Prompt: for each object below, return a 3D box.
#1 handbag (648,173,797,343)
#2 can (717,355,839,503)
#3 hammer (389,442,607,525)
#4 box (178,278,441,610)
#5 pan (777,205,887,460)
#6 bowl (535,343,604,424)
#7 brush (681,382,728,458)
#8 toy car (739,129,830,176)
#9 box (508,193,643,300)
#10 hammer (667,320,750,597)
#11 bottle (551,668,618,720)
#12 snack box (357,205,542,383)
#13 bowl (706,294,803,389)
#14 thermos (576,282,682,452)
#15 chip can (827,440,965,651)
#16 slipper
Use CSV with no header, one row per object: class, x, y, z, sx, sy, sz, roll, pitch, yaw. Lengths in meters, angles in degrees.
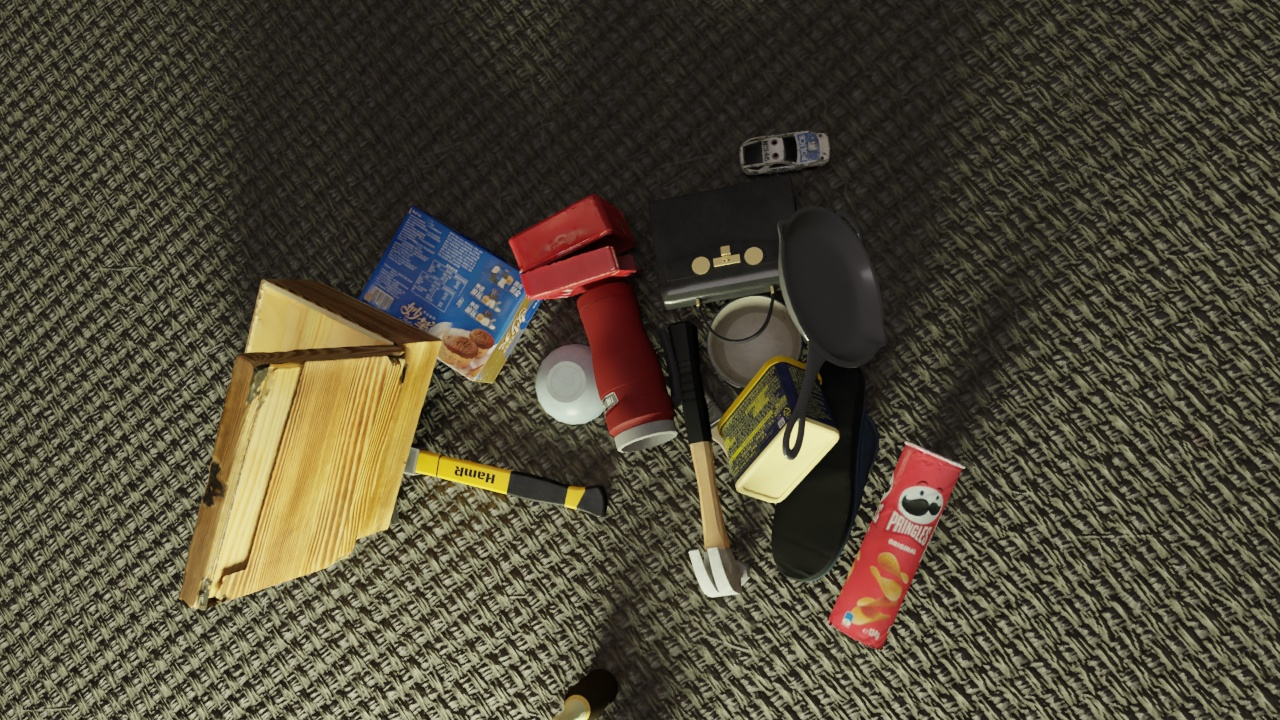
handbag,0.108,-0.107,1.101,0.176,0.072,0.195,-9,63,12
can,0.157,0.081,1.056,0.075,0.104,0.135,20,124,-23
hammer,-0.199,0.158,1.205,0.325,0.034,0.170,11,89,13
box,-0.426,0.079,1.071,0.286,0.335,0.279,23,102,20
pan,0.198,-0.035,1.028,0.024,0.216,0.353,-19,38,44
bowl,-0.090,0.029,1.184,0.106,0.039,0.106,-1,84,13
brush,0.093,0.082,1.149,0.039,0.012,0.151,-36,79,9
toy car,0.180,-0.261,1.146,0.113,0.040,0.048,-6,84,12
box,-0.076,-0.133,1.127,0.130,0.157,0.097,-21,91,10
hammer,0.075,0.115,1.098,0.039,0.131,0.328,-12,78,17
bottle,-0.071,0.403,1.069,0.045,0.184,0.045,-1,84,13
snack box,-0.249,-0.086,1.217,0.203,0.069,0.155,31,92,15
bowl,0.142,-0.019,1.122,0.116,0.059,0.115,-1,84,13
thermos,-0.007,0.007,1.143,0.108,0.084,0.198,-10,73,-23
chip can,0.293,0.212,1.059,0.073,0.073,0.233,24,91,14
slipper,0.230,0.133,1.072,0.109,0.083,0.265,-11,58,48
